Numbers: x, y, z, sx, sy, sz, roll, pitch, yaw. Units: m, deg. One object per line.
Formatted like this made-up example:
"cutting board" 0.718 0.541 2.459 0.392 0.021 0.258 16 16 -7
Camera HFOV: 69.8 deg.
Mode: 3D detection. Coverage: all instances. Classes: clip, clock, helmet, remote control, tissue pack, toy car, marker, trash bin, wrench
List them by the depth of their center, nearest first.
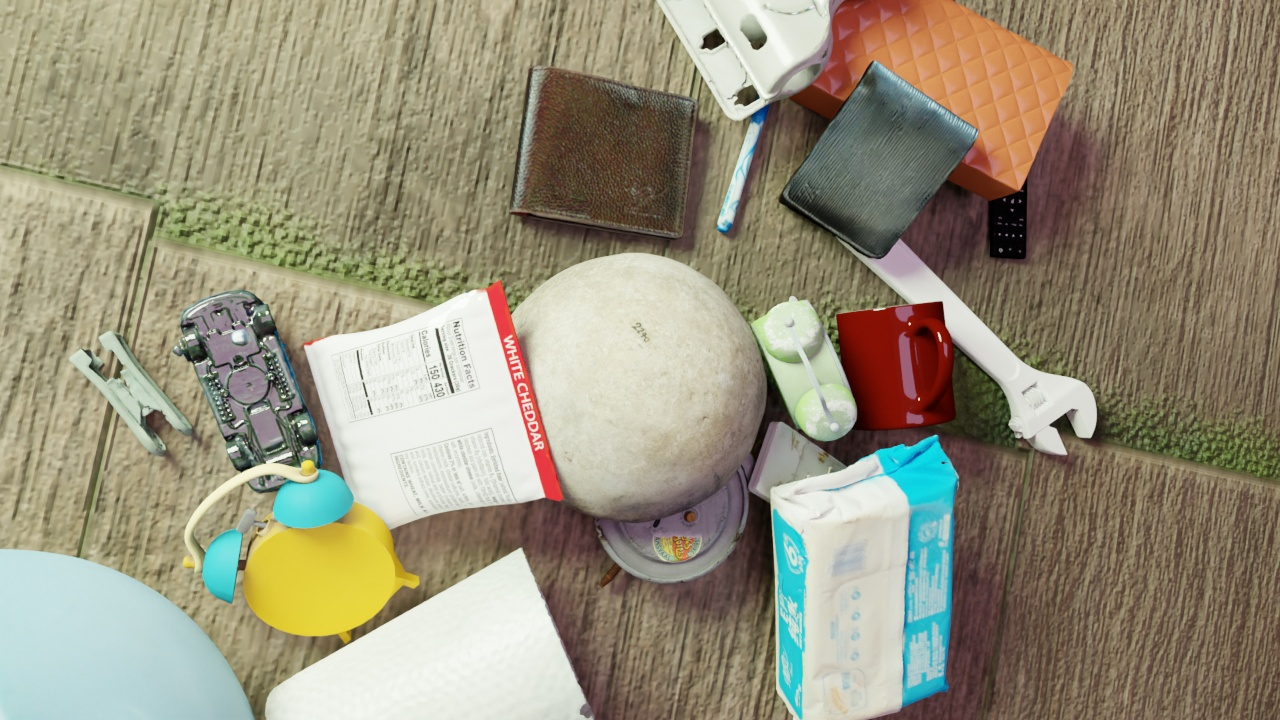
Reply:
"helmet" -0.284 0.211 0.452 0.166 0.226 0.265 -16 96 -53
"trash bin" -0.117 0.204 0.534 0.161 0.133 0.133 -23 95 -10
"clip" -0.296 0.020 0.537 0.045 0.023 0.076 -39 97 -11
"clock" -0.197 0.114 0.538 0.099 0.043 0.129 -38 121 6
"toy car" -0.231 0.019 0.544 0.056 0.044 0.120 -21 98 -15
"clip" 0.092 -0.245 0.606 0.144 0.075 0.124 -31 80 14
"clock" 0.029 0.087 0.611 0.147 0.056 0.104 -22 93 -13
"clock" 0.109 0.004 0.612 0.042 0.119 0.094 -25 94 6
"tissue pack" 0.148 0.151 0.612 0.117 0.066 0.209 -12 114 -16
"remote control" 0.129 0.093 0.637 0.135 0.011 0.050 34 69 -32
"marker" 0.080 -0.157 0.652 0.013 0.013 0.141 19 84 -15
"wrench" 0.246 -0.024 0.696 0.273 0.018 0.066 41 79 -11
"remote control" 0.286 -0.149 0.712 0.030 0.009 0.140 2 89 -16

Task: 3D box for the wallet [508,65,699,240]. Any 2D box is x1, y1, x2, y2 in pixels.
"wallet" -0.023 -0.137 0.615 0.120 0.031 0.099 8 90 -17

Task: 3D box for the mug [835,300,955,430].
"mug" 0.183 0.003 0.630 0.073 0.106 0.082 -7 91 -14

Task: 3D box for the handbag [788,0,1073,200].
"handbag" 0.208 -0.203 0.661 0.172 0.060 0.109 25 90 -5

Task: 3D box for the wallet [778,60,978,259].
"wallet" 0.160 -0.132 0.628 0.089 0.026 0.115 30 115 -6

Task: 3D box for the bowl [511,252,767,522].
"bowl" -0.003 0.003 0.560 0.178 0.081 0.178 2 69 -6

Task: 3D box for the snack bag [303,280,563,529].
"snack bag" -0.129 0.034 0.549 0.144 0.039 0.131 -14 94 20
